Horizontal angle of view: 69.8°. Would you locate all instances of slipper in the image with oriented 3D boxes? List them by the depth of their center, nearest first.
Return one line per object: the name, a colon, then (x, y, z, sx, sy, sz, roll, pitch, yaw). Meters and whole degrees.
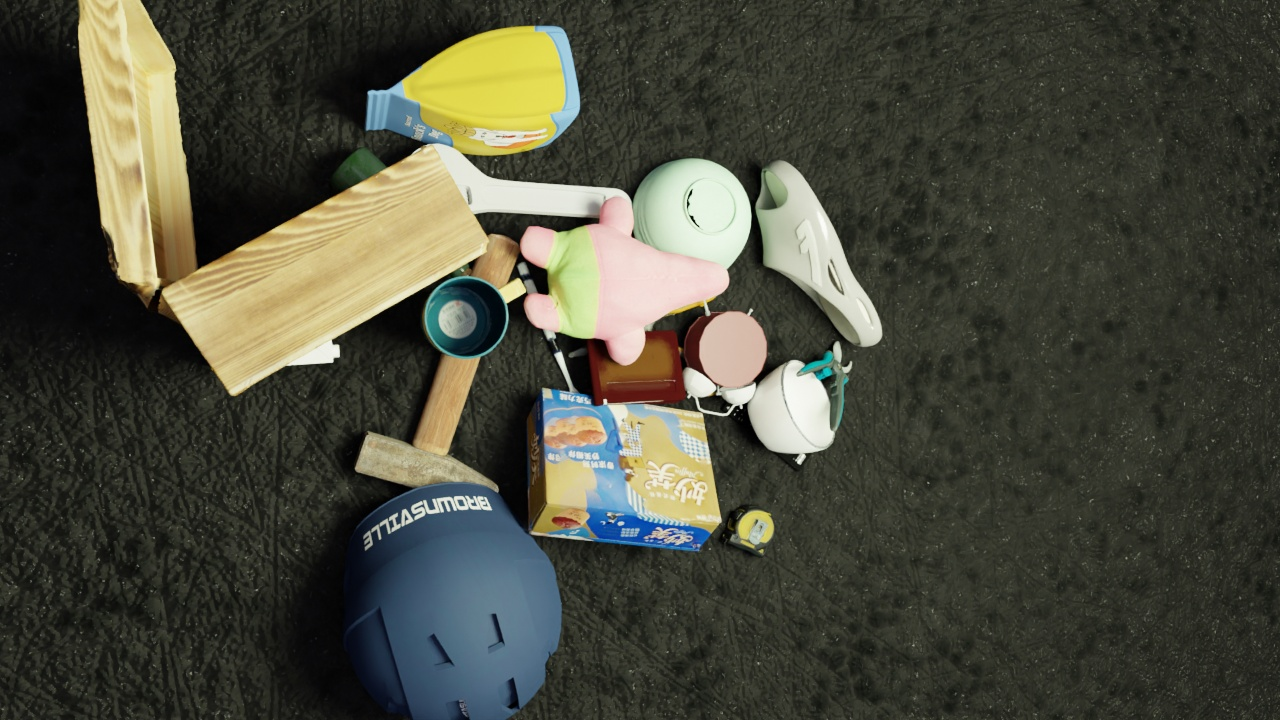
slipper: (0.205, -0.116, 1.142, 0.080, 0.113, 0.266, -33, 109, -3)

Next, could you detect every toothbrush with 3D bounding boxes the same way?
toothbrush: (-0.104, -0.028, 1.076, 0.012, 0.017, 0.187, -25, 100, -20)

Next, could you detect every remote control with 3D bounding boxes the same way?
remote control: (0.163, 0.092, 1.180, 0.140, 0.009, 0.030, 39, 80, -17)

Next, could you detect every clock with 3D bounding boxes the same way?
clock: (0.100, -0.003, 1.113, 0.096, 0.048, 0.137, 12, 88, -23)

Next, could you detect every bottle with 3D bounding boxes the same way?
bottle: (-0.252, -0.150, 0.991, 0.174, 0.055, 0.055, 44, 79, -11)

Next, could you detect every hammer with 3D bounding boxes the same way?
hammer: (-0.197, 0.002, 1.035, 0.158, 0.037, 0.300, 19, 87, -19)

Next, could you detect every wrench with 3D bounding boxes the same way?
wrench: (-0.132, -0.194, 1.035, 0.272, 0.018, 0.086, -3, 76, -30)

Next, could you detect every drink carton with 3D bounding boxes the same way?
drink carton: (-0.380, -0.016, 0.959, 0.122, 0.059, 0.040, -4, 94, -19)

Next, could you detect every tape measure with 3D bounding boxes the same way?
tape measure: (0.141, 0.214, 1.166, 0.061, 0.034, 0.061, 23, 83, -20)

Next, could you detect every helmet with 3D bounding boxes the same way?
helmet: (-0.193, 0.291, 0.980, 0.232, 0.223, 0.273, -16, 135, -17)

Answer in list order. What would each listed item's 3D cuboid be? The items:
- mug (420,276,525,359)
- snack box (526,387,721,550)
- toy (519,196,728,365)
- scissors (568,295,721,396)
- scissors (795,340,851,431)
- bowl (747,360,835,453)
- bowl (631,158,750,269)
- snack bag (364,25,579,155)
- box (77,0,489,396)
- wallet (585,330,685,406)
mug: (-0.174, -0.051, 0.963, 0.113, 0.107, 0.083, -31, 98, -14)
snack box: (-0.023, 0.125, 1.043, 0.202, 0.069, 0.154, 10, 48, -19)
toy: (-0.016, -0.091, 1.030, 0.236, 0.097, 0.192, -2, 90, -11)
scissors: (0.022, -0.028, 1.121, 0.225, 0.016, 0.216, -26, 101, -16)
scissors: (0.240, 0.030, 1.154, 0.153, 0.019, 0.124, 3, 67, -49)
bowl: (0.183, 0.064, 1.137, 0.116, 0.066, 0.116, 29, 48, -39)
bowl: (0.070, -0.174, 1.091, 0.150, 0.077, 0.151, 2, 85, -17)
snack bag: (-0.183, -0.272, 0.961, 0.205, 0.159, 0.102, -12, 95, -17)
box: (-0.350, -0.153, 0.785, 0.283, 0.279, 0.323, -34, 105, -14)
wallet: (-0.006, 0.007, 1.073, 0.115, 0.018, 0.091, -1, 75, -27)
